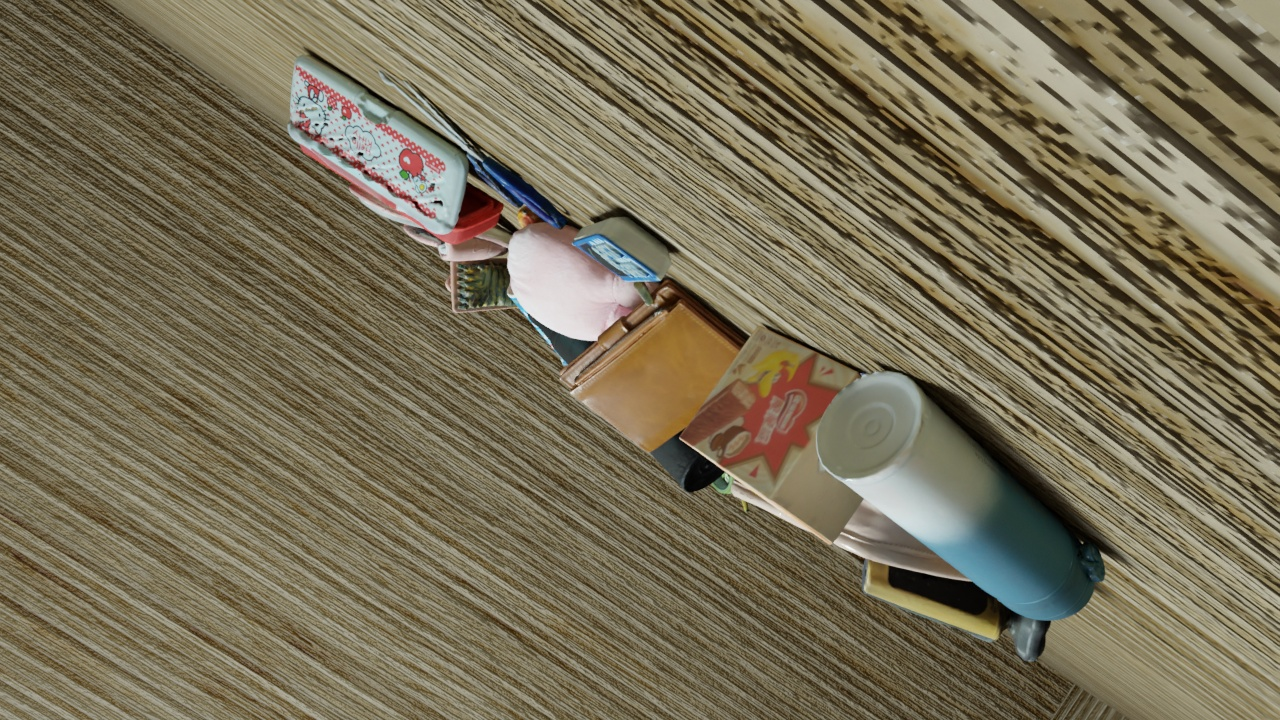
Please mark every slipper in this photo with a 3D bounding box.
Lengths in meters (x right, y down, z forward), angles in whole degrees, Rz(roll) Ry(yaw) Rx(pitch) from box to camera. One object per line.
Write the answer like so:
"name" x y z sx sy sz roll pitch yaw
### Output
"slipper" -0.222 -0.149 1.013 0.114 0.054 0.274 32 -171 17

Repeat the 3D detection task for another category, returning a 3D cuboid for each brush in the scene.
"brush" -0.156 -0.094 1.102 0.145 0.063 0.073 -6 -169 -27

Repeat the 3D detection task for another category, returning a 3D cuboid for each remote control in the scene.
"remote control" -0.013 -0.073 0.607 0.049 0.024 0.125 36 176 -13

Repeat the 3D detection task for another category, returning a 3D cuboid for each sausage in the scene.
"sausage" -0.082 -0.109 0.836 0.021 0.021 0.165 34 177 13

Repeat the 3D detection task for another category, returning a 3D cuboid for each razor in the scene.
"razor" 0.247 0.186 0.718 0.167 0.062 0.068 19 152 -12

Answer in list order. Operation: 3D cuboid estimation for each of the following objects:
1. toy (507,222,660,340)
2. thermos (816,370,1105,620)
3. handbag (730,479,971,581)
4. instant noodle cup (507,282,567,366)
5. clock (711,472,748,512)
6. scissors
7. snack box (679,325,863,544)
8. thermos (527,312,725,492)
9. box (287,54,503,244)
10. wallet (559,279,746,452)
"toy" -0.042 -0.055 0.759 0.159 0.054 0.121 24 147 22
"thermos" 0.190 0.085 0.523 0.220 0.070 0.070 36 177 -32
"handbag" 0.211 0.120 0.743 0.234 0.093 0.193 26 177 -25
"instant noodle cup" -0.090 -0.065 1.050 0.110 0.099 0.099 46 173 -26
"clock" 0.106 0.092 1.088 0.161 0.056 0.116 -120 27 -49
"scissors" -0.118 -0.150 0.684 0.163 0.012 0.162 36 176 9
"snack box" 0.098 0.046 0.586 0.077 0.092 0.094 38 177 -39
"thermos" -0.005 0.005 0.832 0.242 0.090 0.068 46 -176 29
"box" -0.215 -0.193 0.821 0.201 0.100 0.094 33 -143 15
"wallet" 0.011 0.005 0.710 0.119 0.131 0.035 40 -147 -19
